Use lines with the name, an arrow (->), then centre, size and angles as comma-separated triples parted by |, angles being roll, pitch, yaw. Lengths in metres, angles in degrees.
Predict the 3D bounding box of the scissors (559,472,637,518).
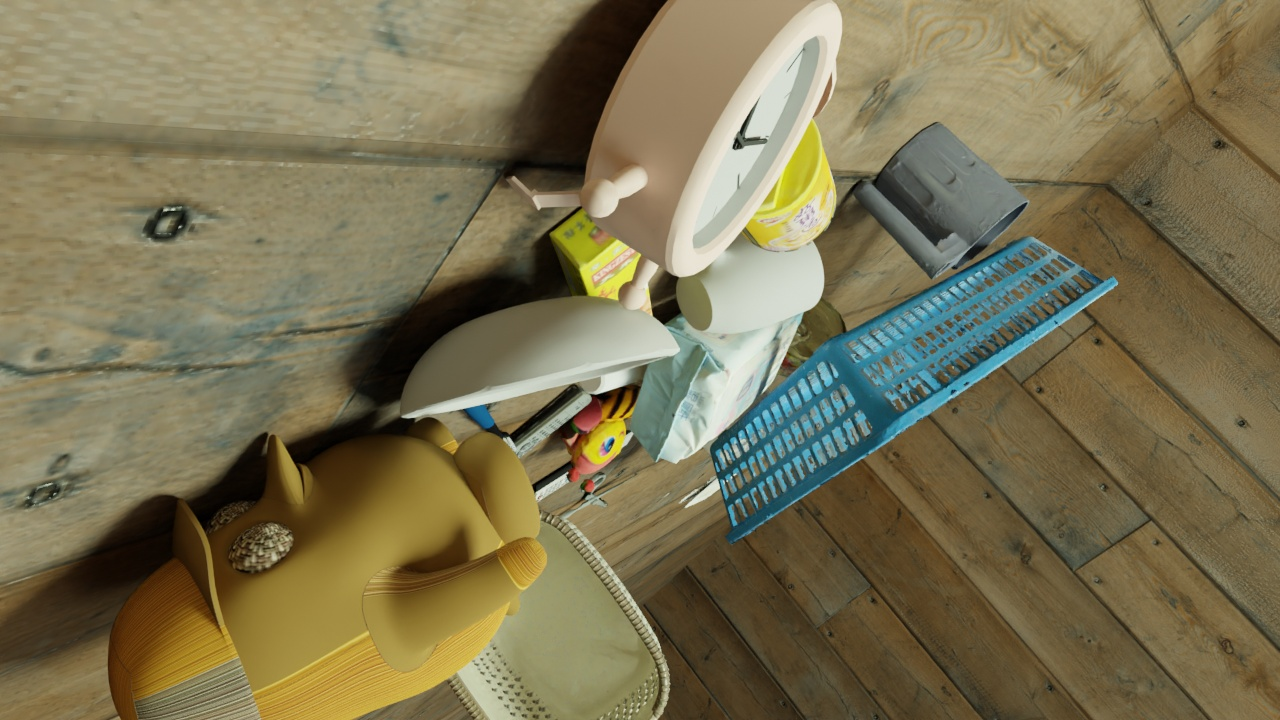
scissors -> -0.069, 0.170, 1.071 | 0.173, 0.014, 0.142 | -33, 160, -20

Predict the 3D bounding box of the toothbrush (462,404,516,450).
toothbrush -> -0.105, 0.040, 0.616 | 0.014, 0.014, 0.168 | -27, 164, -6

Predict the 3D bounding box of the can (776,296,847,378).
can -> 0.158, -0.026, 0.912 | 0.086, 0.086, 0.043 | -31, 162, -31

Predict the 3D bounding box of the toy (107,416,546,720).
toy -> -0.166, 0.113, 0.472 | 0.202, 0.162, 0.199 | -27, -160, -34

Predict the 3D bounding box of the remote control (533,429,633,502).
remote control -> -0.058, 0.103, 0.905 | 0.124, 0.012, 0.028 | -30, 162, -31

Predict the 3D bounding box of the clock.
clock -> 0.025, -0.111, 0.403 | 0.160, 0.086, 0.131 | -48, 167, -6

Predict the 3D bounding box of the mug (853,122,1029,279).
mug -> 0.257, -0.136, 0.798 | 0.123, 0.104, 0.084 | -32, 163, -27

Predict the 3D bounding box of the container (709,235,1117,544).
container -> 0.234, 0.014, 0.836 | 0.361, 0.089, 0.258 | -25, 165, -36

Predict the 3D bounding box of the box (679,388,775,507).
box -> 0.075, 0.084, 0.956 | 0.137, 0.126, 0.108 | -46, 165, 29

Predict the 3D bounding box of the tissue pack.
tissue pack -> 0.070, -0.002, 0.745 | 0.181, 0.070, 0.112 | -34, 151, -46

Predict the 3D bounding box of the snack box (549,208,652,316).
snack box -> -0.020, -0.047, 0.540 | 0.040, 0.029, 0.148 | -38, 165, -7

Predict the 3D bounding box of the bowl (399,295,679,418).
bowl -> -0.056, -0.007, 0.485 | 0.149, 0.043, 0.149 | -14, 178, -1

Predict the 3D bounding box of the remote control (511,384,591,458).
remote control -> -0.095, 0.067, 0.713 | 0.136, 0.013, 0.033 | -39, 165, -2

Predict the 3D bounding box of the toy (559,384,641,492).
toy -> -0.031, 0.061, 0.790 | 0.103, 0.046, 0.084 | -49, 143, -4

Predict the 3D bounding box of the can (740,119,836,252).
can -> 0.076, -0.104, 0.529 | 0.068, 0.067, 0.105 | -42, 165, 9

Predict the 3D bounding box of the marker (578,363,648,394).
marker -> -0.004, 0.004, 0.730 | 0.025, 0.025, 0.125 | -48, 163, 29

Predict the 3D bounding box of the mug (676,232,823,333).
mug -> 0.074, -0.070, 0.650 | 0.089, 0.071, 0.107 | -22, 131, -27

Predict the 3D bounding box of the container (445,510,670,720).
container -> -0.087, 0.266, 0.892 | 0.184, 0.246, 0.143 | -37, 174, 4
